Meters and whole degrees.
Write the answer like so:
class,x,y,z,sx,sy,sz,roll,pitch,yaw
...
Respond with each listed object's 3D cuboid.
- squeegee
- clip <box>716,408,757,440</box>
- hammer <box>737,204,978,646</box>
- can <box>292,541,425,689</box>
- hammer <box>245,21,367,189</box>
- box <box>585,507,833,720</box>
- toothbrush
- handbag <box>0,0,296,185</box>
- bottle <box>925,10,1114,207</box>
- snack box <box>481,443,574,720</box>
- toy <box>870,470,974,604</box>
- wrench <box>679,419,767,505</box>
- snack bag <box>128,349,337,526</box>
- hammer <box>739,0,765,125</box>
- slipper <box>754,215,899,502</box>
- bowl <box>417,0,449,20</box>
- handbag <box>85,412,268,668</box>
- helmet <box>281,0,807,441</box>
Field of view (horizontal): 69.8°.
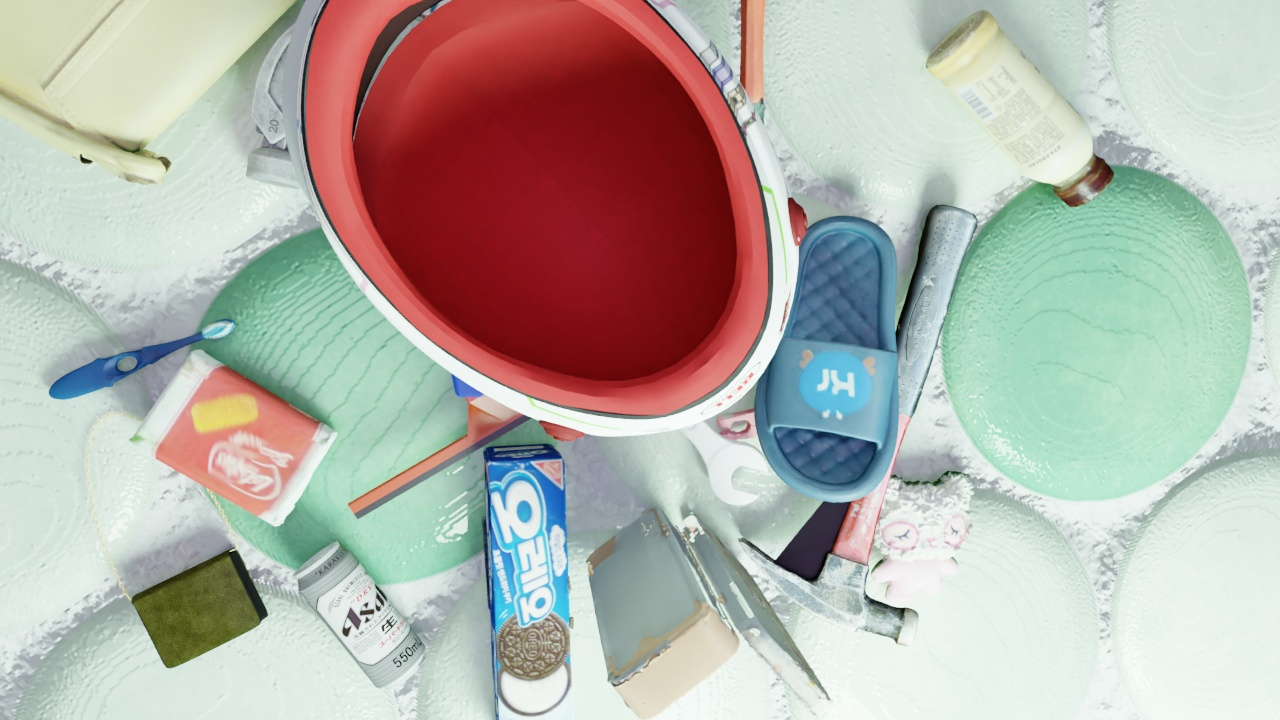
class,x,y,z,sx,sy,sz,roll,pitch,yaw
squeegee,-0.138,-0.031,0.644,0.249,0.055,0.185,-30,88,-4
clip,0.088,0.053,0.703,0.058,0.022,0.037,-8,101,-2
hammer,0.182,0.037,0.694,0.140,0.036,0.326,17,86,15
can,-0.201,0.184,0.660,0.044,0.044,0.106,-35,99,-4
hammer,-0.104,-0.160,0.648,0.315,0.036,0.126,10,92,-10
box,0.032,0.171,0.607,0.105,0.216,0.096,-31,100,-2
toothbrush,-0.345,-0.001,0.634,0.132,0.016,0.021,-23,95,-6
handbag,-0.318,-0.232,0.580,0.233,0.088,0.191,-43,102,1
bottle,0.288,-0.185,0.690,0.162,0.056,0.056,43,88,-10
snack box,-0.082,0.177,0.670,0.059,0.059,0.226,-3,95,-12
toy,0.220,0.141,0.722,0.095,0.041,0.109,-1,100,-9
wrench,-0.004,0.004,0.679,0.047,0.009,0.273,-42,97,14
snack bag,-0.280,0.053,0.637,0.116,0.036,0.077,33,84,-10
hammer,0.076,-0.151,0.642,0.033,0.133,0.333,-3,104,-10
slipper,0.136,-0.006,0.663,0.104,0.059,0.213,4,79,16
bowl,-0.121,-0.312,0.594,0.177,0.178,0.070,19,52,-10
handbag,-0.336,0.121,0.648,0.084,0.027,0.178,-26,93,-7
helmet,-0.048,-0.097,0.526,0.231,0.236,0.314,-42,116,5
